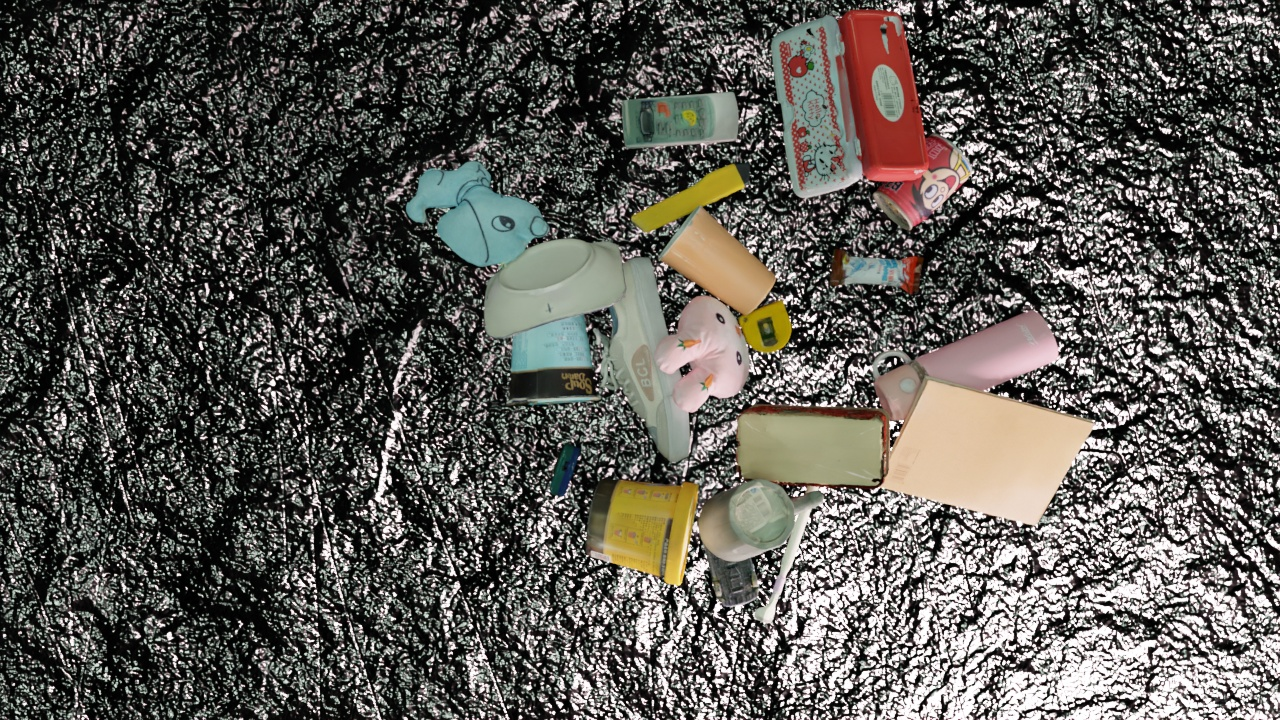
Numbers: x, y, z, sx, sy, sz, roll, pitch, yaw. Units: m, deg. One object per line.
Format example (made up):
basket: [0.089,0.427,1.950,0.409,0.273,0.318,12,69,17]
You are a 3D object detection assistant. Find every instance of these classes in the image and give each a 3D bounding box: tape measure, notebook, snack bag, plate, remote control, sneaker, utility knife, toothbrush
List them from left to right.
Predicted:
plate: [-0.101,-0.094,1.025,0.164,0.163,0.034,-16,124,3]
tape measure: [-0.091,0.127,1.096,0.025,0.054,0.058,19,128,-3]
sneaker: [-0.006,0.006,1.063,0.090,0.089,0.242,-14,93,-5]
remote control: [0.046,-0.280,1.071,0.135,0.019,0.056,-3,95,2]
utility knife: [0.061,-0.193,1.081,0.154,0.015,0.033,-24,88,5]
tape measure: [0.150,-0.038,1.086,0.060,0.029,0.057,-21,95,4]
toothbrush: [0.181,0.229,1.115,0.029,0.020,0.189,17,95,-30]
snack bag: [0.276,-0.105,1.077,0.104,0.026,0.048,8,83,1]
notebook: [0.397,0.109,1.064,0.211,0.012,0.150,14,115,-8]

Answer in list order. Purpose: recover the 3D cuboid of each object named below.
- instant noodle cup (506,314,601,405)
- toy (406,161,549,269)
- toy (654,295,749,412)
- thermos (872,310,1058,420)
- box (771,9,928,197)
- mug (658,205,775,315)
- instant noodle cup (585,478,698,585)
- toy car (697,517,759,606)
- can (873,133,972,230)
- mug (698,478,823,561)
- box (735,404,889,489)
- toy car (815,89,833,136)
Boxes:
instant noodle cup: [-0.103,-0.011,1.065,0.111,0.111,0.120,-3,86,2]
toy: [-0.189,-0.166,1.058,0.161,0.050,0.156,-9,68,-2]
toy: [0.073,-0.006,1.035,0.054,0.159,0.121,-18,104,38]
thermos: [0.371,0.001,1.068,0.199,0.067,0.087,-23,67,5]
box: [0.231,-0.289,1.021,0.160,0.065,0.201,-8,79,6]
mug: [0.092,-0.111,1.061,0.123,0.078,0.078,38,95,-7]
instant noodle cup: [0.002,0.193,1.072,0.114,0.118,0.118,9,95,8]
toy car: [0.106,0.237,1.110,0.054,0.037,0.120,-15,85,1]
can: [0.320,-0.202,1.046,0.094,0.066,0.066,-44,92,5]
mug: [0.139,0.177,1.052,0.123,0.104,0.083,-14,77,-17]
box: [0.196,0.096,1.049,0.168,0.077,0.091,1,96,19]
toy car: [0.240,-0.269,1.060,0.048,0.032,0.105,-33,82,-1]
